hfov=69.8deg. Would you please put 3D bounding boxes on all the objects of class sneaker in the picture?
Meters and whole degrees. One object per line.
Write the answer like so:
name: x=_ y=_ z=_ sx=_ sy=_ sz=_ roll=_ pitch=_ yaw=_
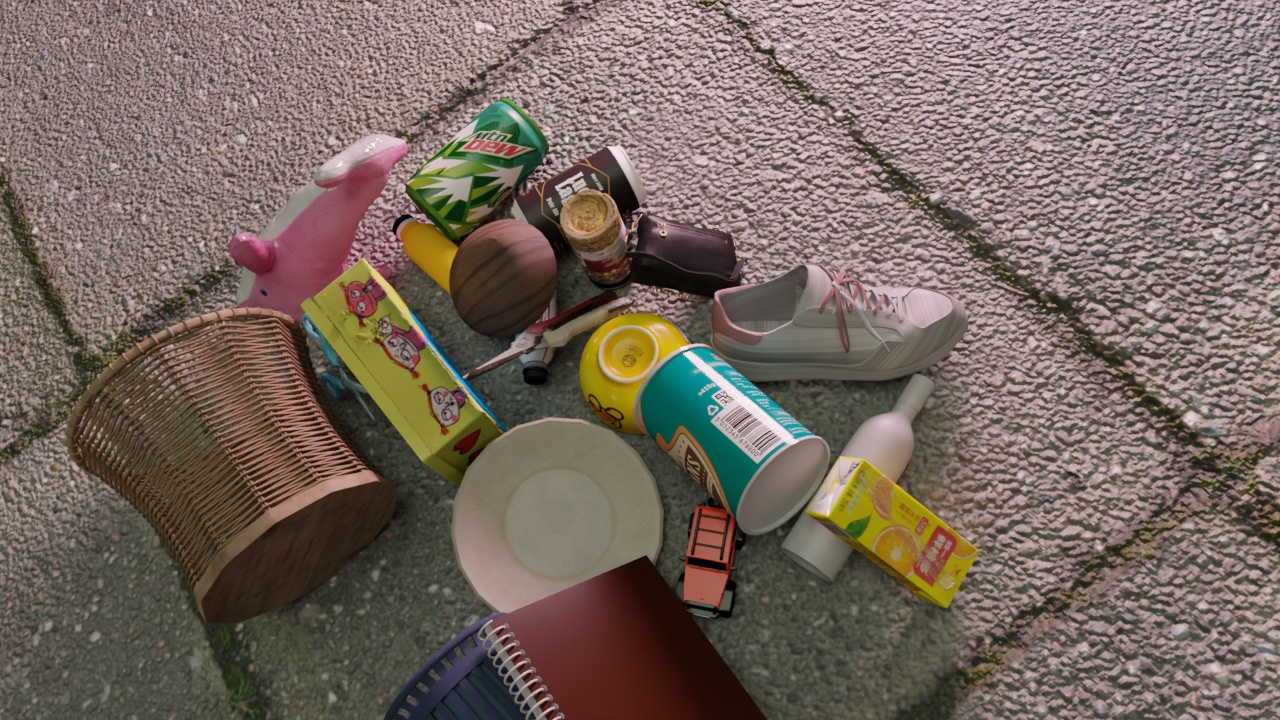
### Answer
sneaker: x=0.173 y=-0.043 z=0.826 sx=0.236 sy=0.089 sz=0.099 roll=-6 pitch=50 yaw=11

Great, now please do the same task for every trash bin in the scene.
trash bin: x=-0.069 y=0.335 z=0.713 sx=0.249 sy=0.139 sz=0.139 roll=40 pitch=81 yaw=21

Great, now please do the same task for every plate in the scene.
plate: x=-0.074 y=0.148 z=0.831 sx=0.188 sy=0.027 sz=0.188 roll=0 pitch=79 yaw=-2

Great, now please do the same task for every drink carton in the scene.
drink carton: x=0.207 y=0.139 z=0.746 sx=0.134 sy=0.043 sz=0.058 roll=38 pitch=78 yaw=-12

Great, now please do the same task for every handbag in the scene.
handbag: x=0.046 y=-0.105 z=0.893 sx=0.128 sy=0.054 sz=0.079 roll=10 pitch=60 yaw=-19

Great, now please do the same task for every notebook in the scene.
notebook: x=-0.003 y=0.261 z=0.704 sx=0.171 sy=0.022 sz=0.209 roll=-14 pitch=52 yaw=-39

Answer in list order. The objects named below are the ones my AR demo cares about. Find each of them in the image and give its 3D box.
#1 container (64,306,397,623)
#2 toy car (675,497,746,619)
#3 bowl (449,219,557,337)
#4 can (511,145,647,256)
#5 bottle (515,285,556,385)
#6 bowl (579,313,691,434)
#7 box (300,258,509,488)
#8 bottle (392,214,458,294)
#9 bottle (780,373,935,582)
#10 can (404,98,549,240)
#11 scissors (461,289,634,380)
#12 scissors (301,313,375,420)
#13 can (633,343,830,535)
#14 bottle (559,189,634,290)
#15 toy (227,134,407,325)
container: x=-0.356 y=0.100 z=0.833 sx=0.226 sy=0.227 sz=0.196 roll=-40 pitch=73 yaw=-5
toy car: x=0.061 y=0.171 z=0.797 sx=0.051 sy=0.049 sz=0.100 roll=7 pitch=71 yaw=15
bowl: x=-0.142 y=-0.083 z=0.896 sx=0.119 sy=0.032 sz=0.119 roll=-3 pitch=83 yaw=21
can: x=-0.064 y=-0.163 z=0.946 sx=0.128 sy=0.072 sz=0.072 roll=-30 pitch=65 yaw=-1
bottle: x=-0.105 y=-0.032 z=0.920 sx=0.041 sy=0.041 sz=0.115 roll=-6 pitch=67 yaw=10
bowl: x=-0.005 y=0.005 z=0.868 sx=0.117 sy=0.068 sz=0.117 roll=-5 pitch=68 yaw=11
box: x=-0.217 y=0.017 z=0.882 sx=0.079 sy=0.124 sz=0.221 roll=-39 pitch=68 yaw=-5
bottle: x=-0.209 y=-0.105 z=0.970 sx=0.143 sy=0.043 sz=0.043 roll=40 pitch=81 yaw=23
bottle: x=0.196 y=0.096 z=0.795 sx=0.052 sy=0.052 sz=0.195 roll=31 pitch=78 yaw=22
can: x=-0.173 y=-0.204 z=0.980 sx=0.144 sy=0.083 sz=0.083 roll=-46 pitch=66 yaw=-8
scissors: x=-0.090 y=-0.027 z=0.875 sx=0.188 sy=0.015 sz=0.140 roll=-11 pitch=31 yaw=-10
scissors: x=-0.301 y=0.021 z=0.916 sx=0.015 sy=0.118 sz=0.139 roll=-24 pitch=66 yaw=-29
can: x=0.076 y=0.065 z=0.790 sx=0.099 sy=0.099 sz=0.144 roll=-43 pitch=52 yaw=-6
bottle: x=-0.039 y=-0.117 z=0.903 sx=0.056 sy=0.105 sz=0.056 roll=-4 pitch=67 yaw=10
toy: x=-0.323 y=-0.119 z=0.957 sx=0.128 sy=0.186 sz=0.266 roll=44 pitch=117 yaw=-5
